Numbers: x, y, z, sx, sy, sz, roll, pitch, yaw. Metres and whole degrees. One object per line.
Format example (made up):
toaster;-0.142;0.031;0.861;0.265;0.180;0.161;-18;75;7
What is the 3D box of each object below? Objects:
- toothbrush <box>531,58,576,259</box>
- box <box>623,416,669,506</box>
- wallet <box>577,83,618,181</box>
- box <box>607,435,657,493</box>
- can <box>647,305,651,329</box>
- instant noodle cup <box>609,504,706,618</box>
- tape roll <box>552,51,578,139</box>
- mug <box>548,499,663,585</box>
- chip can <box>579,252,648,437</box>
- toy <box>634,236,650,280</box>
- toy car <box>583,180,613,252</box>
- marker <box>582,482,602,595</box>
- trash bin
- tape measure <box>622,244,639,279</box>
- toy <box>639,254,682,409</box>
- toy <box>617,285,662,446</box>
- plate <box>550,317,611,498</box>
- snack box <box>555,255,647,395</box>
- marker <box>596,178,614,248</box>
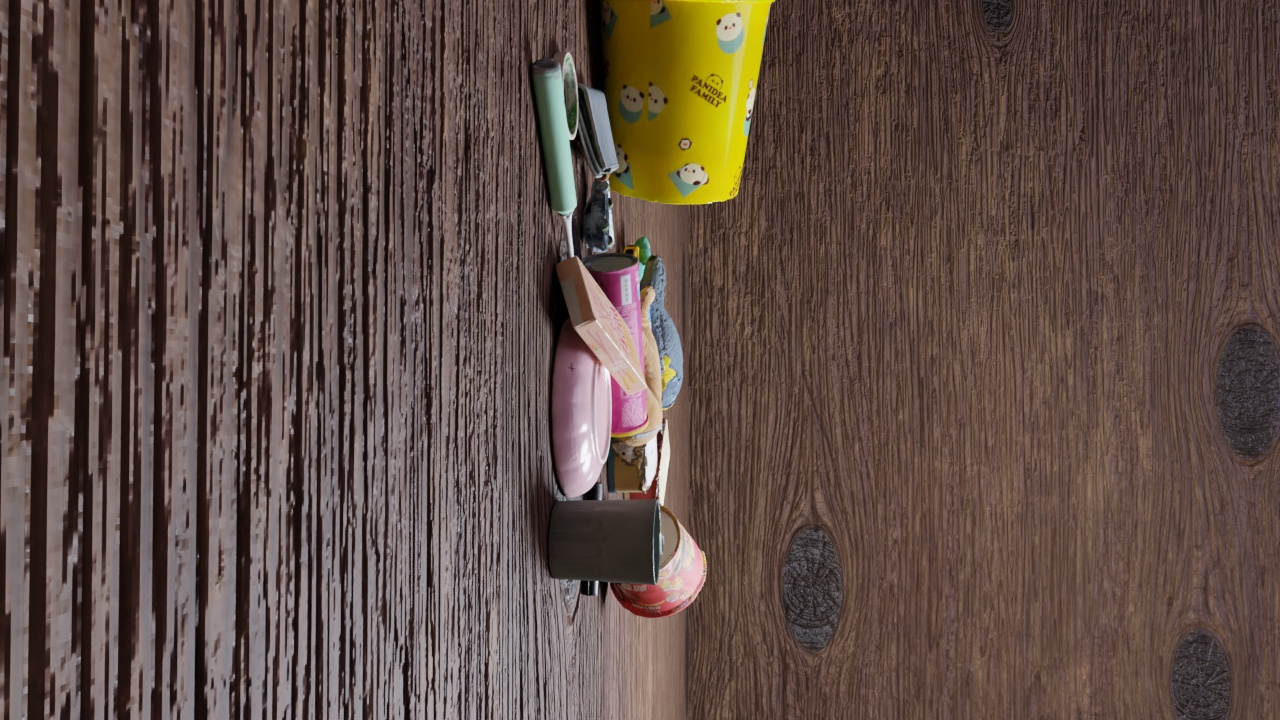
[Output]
toothbrush;-0.076;-0.176;0.879;0.027;0.026;0.225;-117;-163;-51
box;0.019;0.171;1.501;0.168;0.077;0.091;-79;167;-57
wallet;-0.054;-0.257;1.046;0.129;0.037;0.106;-69;147;-76
box;-0.009;0.135;1.351;0.184;0.059;0.090;-49;139;-83
can;-0.010;-0.022;1.347;0.053;0.053;0.134;-59;148;-78
instant noodle cup;0.010;0.263;1.232;0.109;0.138;0.137;67;22;-52
tape roll;-0.077;-0.269;0.933;0.085;0.014;0.086;1;89;-83
mug;-0.032;0.184;0.931;0.124;0.103;0.083;70;21;-75
chip can;-0.031;-0.018;1.087;0.071;0.071;0.211;-75;163;-66
toy;-0.006;-0.159;1.465;0.092;0.030;0.096;113;-20;-46
toy car;-0.050;-0.172;1.088;0.043;0.034;0.090;70;19;-64
marker;-0.058;0.210;1.082;0.022;0.020;0.132;15;74;-53
trash bin;0.050;-0.355;1.219;0.229;0.230;0.256;-76;170;-65
tape measure;-0.018;-0.142;1.394;0.057;0.029;0.060;-74;163;-71
toy;0.024;-0.008;1.481;0.357;0.091;0.137;85;8;-46
toy;-0.007;0.007;1.257;0.144;0.082;0.225;108;-15;-57
plate;-0.058;0.050;0.983;0.192;0.039;0.192;1;89;-84
snack box;-0.039;-0.033;0.955;0.157;0.026;0.084;53;17;-56
marker;-0.048;-0.206;1.183;0.022;0.018;0.131;-62;152;-59
